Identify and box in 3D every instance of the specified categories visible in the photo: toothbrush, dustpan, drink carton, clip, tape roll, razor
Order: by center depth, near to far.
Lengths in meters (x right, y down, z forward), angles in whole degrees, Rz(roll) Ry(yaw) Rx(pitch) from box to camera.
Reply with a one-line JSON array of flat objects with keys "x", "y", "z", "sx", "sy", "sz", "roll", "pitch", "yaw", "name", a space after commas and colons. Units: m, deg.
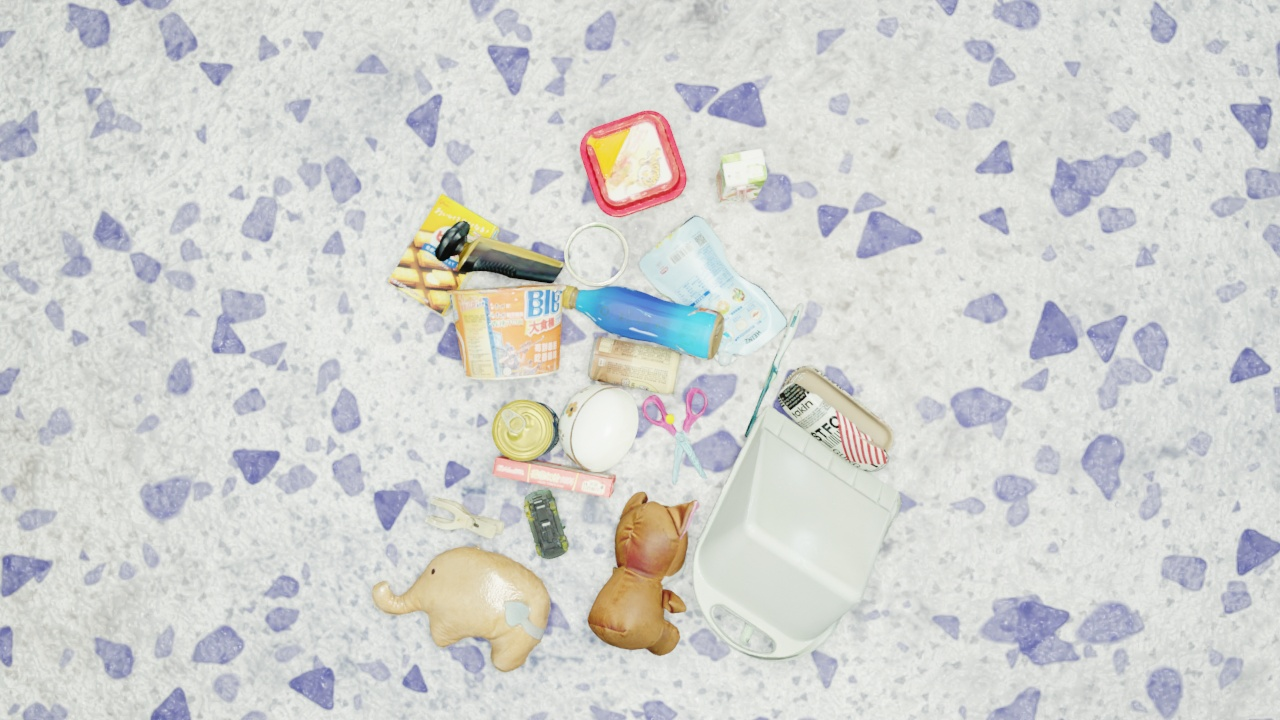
[{"x": 0.181, "y": 0.231, "z": 1.146, "sx": 0.222, "sy": 0.256, "sz": 0.143, "roll": 34, "pitch": 130, "yaw": -4, "name": "dustpan"}, {"x": 0.127, "y": -0.230, "z": 1.164, "sx": 0.053, "sy": 0.122, "sz": 0.045, "roll": -10, "pitch": 89, "yaw": 1, "name": "drink carton"}, {"x": -0.180, "y": -0.136, "z": 1.190, "sx": 0.167, "sy": 0.062, "sz": 0.067, "roll": 13, "pitch": 63, "yaw": -20, "name": "razor"}, {"x": 0.175, "y": 0.287, "z": 1.201, "sx": 0.020, "sy": 0.029, "sz": 0.189, "roll": 27, "pitch": 91, "yaw": 44, "name": "toothbrush"}, {"x": -0.231, "y": 0.209, "z": 1.208, "sx": 0.100, "sy": 0.072, "sz": 0.034, "roll": 14, "pitch": 88, "yaw": 8, "name": "clip"}, {"x": 0.179, "y": 0.014, "z": 1.210, "sx": 0.018, "sy": 0.016, "sz": 0.191, "roll": 22, "pitch": 90, "yaw": -8, "name": "toothbrush"}, {"x": -0.059, "y": -0.141, "z": 1.222, "sx": 0.086, "sy": 0.014, "sz": 0.086, "roll": 0, "pitch": 89, "yaw": 2, "name": "tape roll"}]

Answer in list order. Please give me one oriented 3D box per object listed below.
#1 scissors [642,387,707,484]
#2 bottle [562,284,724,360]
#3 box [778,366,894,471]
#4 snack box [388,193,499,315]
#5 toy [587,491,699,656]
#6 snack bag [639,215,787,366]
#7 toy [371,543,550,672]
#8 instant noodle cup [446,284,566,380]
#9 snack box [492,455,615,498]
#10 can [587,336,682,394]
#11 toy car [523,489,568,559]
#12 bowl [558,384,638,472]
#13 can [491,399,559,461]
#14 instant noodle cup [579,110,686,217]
[{"x": 0.061, "y": 0.096, "z": 1.213, "sx": 0.113, "sy": 0.017, "sz": 0.134, "roll": -32, "pitch": 92, "yaw": -4, "name": "scissors"}, {"x": -0.003, "y": -0.058, "z": 1.185, "sx": 0.219, "sy": 0.065, "sz": 0.065, "roll": 16, "pitch": 89, "yaw": 15, "name": "bottle"}, {"x": 0.256, "y": 0.071, "z": 1.187, "sx": 0.163, "sy": 0.076, "sz": 0.087, "roll": 35, "pitch": 54, "yaw": 2, "name": "box"}, {"x": -0.261, "y": -0.140, "z": 1.221, "sx": 0.087, "sy": 0.034, "sz": 0.140, "roll": 32, "pitch": 88, "yaw": 2, "name": "snack box"}, {"x": 0.012, "y": 0.267, "z": 1.160, "sx": 0.140, "sy": 0.130, "sz": 0.199, "roll": 0, "pitch": 75, "yaw": 40, "name": "toy"}, {"x": 0.094, "y": -0.088, "z": 1.204, "sx": 0.110, "sy": 0.039, "sz": 0.191, "roll": -39, "pitch": 89, "yaw": 2, "name": "snack bag"}, {"x": -0.227, "y": 0.306, "z": 1.185, "sx": 0.226, "sy": 0.082, "sz": 0.143, "roll": 19, "pitch": 81, "yaw": 5, "name": "toy"}, {"x": -0.166, "y": -0.038, "z": 1.164, "sx": 0.151, "sy": 0.151, "sz": 0.111, "roll": -3, "pitch": 97, "yaw": 2, "name": "instant noodle cup"}, {"x": -0.109, "y": 0.148, "z": 1.186, "sx": 0.153, "sy": 0.075, "sz": 0.025, "roll": 10, "pitch": 88, "yaw": 2, "name": "snack box"}, {"x": -0.007, "y": 0.007, "z": 1.194, "sx": 0.116, "sy": 0.058, "sz": 0.058, "roll": 11, "pitch": 89, "yaw": 3, "name": "can"}, {"x": -0.123, "y": 0.214, "z": 1.204, "sx": 0.043, "sy": 0.036, "sz": 0.091, "roll": -16, "pitch": 87, "yaw": 0, "name": "toy car"}, {"x": -0.064, "y": 0.080, "z": 1.183, "sx": 0.062, "sy": 0.113, "sz": 0.113, "roll": 21, "pitch": 89, "yaw": 44, "name": "bowl"}, {"x": -0.143, "y": 0.088, "z": 1.172, "sx": 0.075, "sy": 0.111, "sz": 0.075, "roll": 0, "pitch": 86, "yaw": 1, "name": "can"}, {"x": -0.008, "y": -0.240, "z": 1.168, "sx": 0.116, "sy": 0.124, "sz": 0.116, "roll": -19, "pitch": 87, "yaw": 1, "name": "instant noodle cup"}]
